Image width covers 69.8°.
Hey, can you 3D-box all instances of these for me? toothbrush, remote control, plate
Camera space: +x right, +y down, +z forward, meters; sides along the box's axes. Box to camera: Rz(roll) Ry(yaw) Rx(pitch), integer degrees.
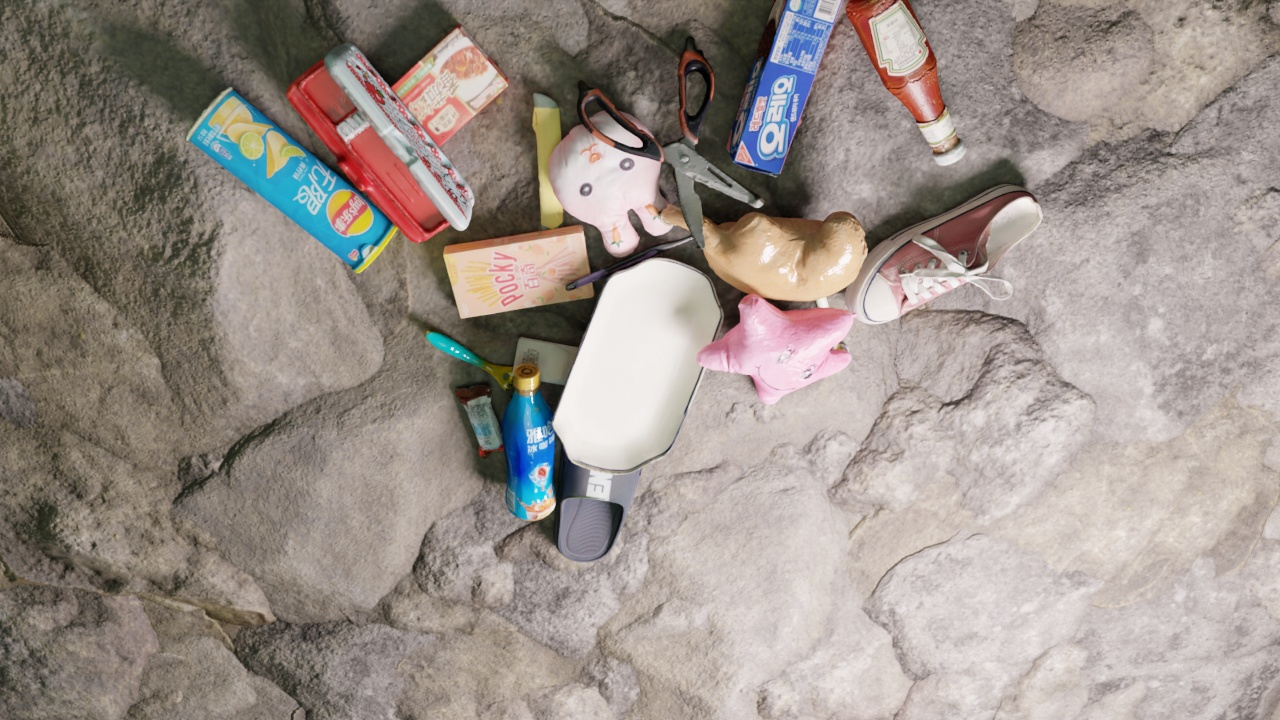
[{"bbox_3d":[0.002,-0.119,1.034,0.189,0.016,0.014,-23,128,-1],"label":"toothbrush"},{"bbox_3d":[0.216,-0.078,1.090,0.020,0.029,0.190,2,127,41],"label":"toothbrush"},{"bbox_3d":[-0.088,0.006,1.095,0.125,0.024,0.049,10,89,-10],"label":"remote control"},{"bbox_3d":[-0.006,0.006,1.072,0.162,0.034,0.266,15,102,-25],"label":"plate"}]

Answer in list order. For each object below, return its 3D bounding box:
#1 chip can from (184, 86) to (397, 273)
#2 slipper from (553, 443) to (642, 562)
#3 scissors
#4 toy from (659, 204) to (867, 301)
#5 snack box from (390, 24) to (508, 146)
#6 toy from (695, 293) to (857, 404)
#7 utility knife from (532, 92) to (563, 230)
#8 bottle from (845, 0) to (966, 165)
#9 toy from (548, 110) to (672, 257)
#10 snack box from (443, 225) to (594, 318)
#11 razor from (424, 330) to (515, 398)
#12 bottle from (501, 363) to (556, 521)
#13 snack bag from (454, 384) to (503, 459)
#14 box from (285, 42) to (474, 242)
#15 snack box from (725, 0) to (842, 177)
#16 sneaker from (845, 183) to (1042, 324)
[{"bbox_3d":[-0.356,-0.183,0.948,0.071,0.071,0.210,-42,114,17],"label":"chip can"},{"bbox_3d":[-0.051,0.167,1.165,0.110,0.083,0.269,6,119,-11],"label":"slipper"},{"bbox_3d":[0.031,-0.222,0.935,0.189,0.015,0.225,-2,87,-5],"label":"scissors"},{"bbox_3d":[0.132,-0.120,1.004,0.226,0.082,0.144,4,146,2],"label":"toy"},{"bbox_3d":[-0.216,-0.264,0.942,0.153,0.025,0.075,-37,115,14],"label":"snack box"},{"bbox_3d":[0.166,-0.020,1.059,0.179,0.074,0.194,-31,137,28],"label":"toy"},{"bbox_3d":[-0.100,-0.200,0.993,0.031,0.019,0.179,1,118,-1],"label":"utility knife"},{"bbox_3d":[0.283,-0.294,0.953,0.060,0.059,0.206,-32,117,12],"label":"bottle"},{"bbox_3d":[-0.025,-0.188,0.989,0.121,0.054,0.159,-32,123,6],"label":"toy"},{"bbox_3d":[-0.136,-0.100,1.037,0.157,0.026,0.084,-10,124,0],"label":"snack box"},{"bbox_3d":[-0.198,-0.002,1.087,0.132,0.028,0.043,29,87,-22],"label":"razor"},{"bbox_3d":[-0.135,0.099,1.112,0.065,0.065,0.219,-1,126,-5],"label":"bottle"},{"bbox_3d":[-0.193,0.077,1.132,0.045,0.026,0.105,-10,119,10],"label":"snack bag"},{"bbox_3d":[-0.257,-0.201,0.902,0.095,0.100,0.201,-32,115,12],"label":"box"},{"bbox_3d":[0.147,-0.298,0.939,0.057,0.058,0.208,12,117,-12],"label":"snack box"},{"bbox_3d":[0.349,-0.112,1.043,0.241,0.087,0.118,-31,117,10],"label":"sneaker"}]
